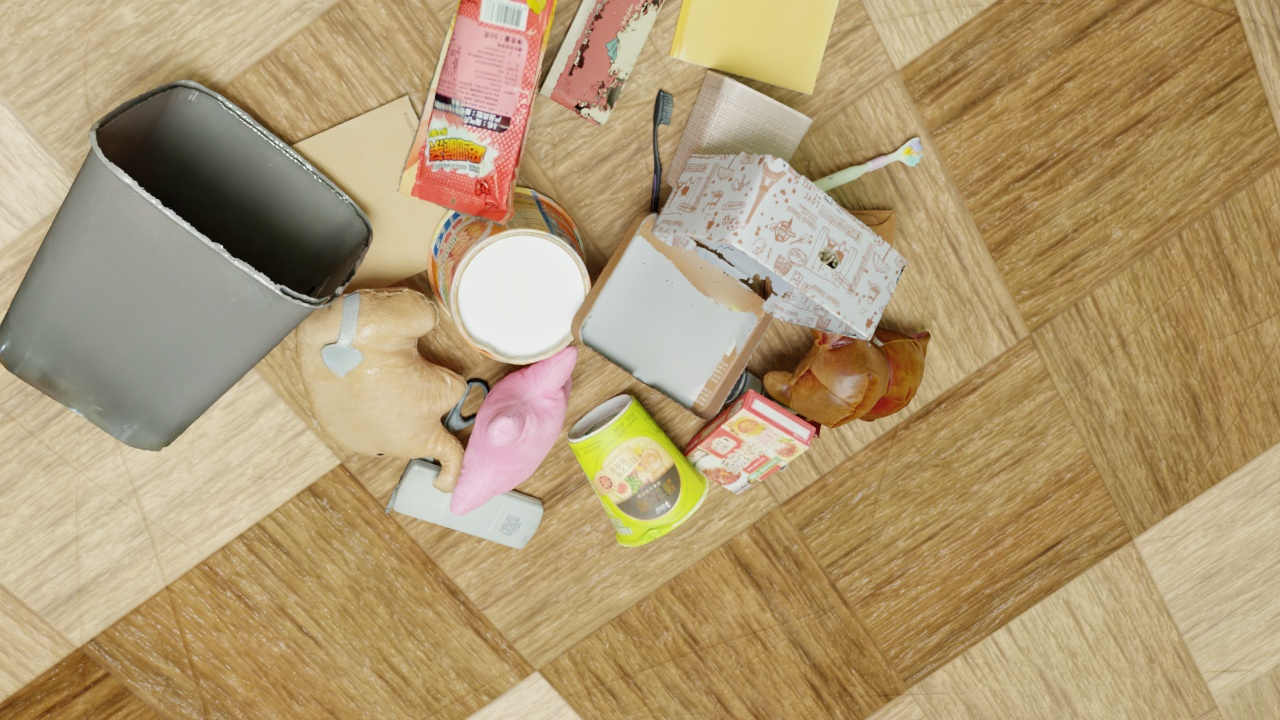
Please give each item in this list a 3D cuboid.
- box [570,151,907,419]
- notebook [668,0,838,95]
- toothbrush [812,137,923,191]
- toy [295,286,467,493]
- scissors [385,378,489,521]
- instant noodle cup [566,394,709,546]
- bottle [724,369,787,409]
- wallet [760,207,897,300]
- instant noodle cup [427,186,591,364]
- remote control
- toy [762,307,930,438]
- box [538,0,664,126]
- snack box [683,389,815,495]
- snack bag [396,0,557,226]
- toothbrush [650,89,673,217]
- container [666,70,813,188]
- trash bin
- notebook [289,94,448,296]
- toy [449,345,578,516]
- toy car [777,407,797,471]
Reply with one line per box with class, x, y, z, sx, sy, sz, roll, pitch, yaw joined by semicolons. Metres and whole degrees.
box;0.084;-0.050;0.769;0.180;0.158;0.205;33;88;-33
notebook;0.119;-0.360;0.827;0.145;0.010;0.206;10;107;-14
toothbrush;0.193;-0.174;0.879;0.189;0.020;0.029;-23;124;-18
toy;-0.233;0.034;0.847;0.143;0.082;0.226;-11;125;2
scissors;-0.215;0.079;0.921;0.163;0.014;0.165;-27;114;2
instant noodle cup;-0.010;0.104;0.922;0.112;0.111;0.123;-34;104;2
bottle;0.064;0.009;0.926;0.194;0.044;0.080;27;84;-20
wallet;0.189;-0.101;0.924;0.131;0.031;0.108;-2;111;-12
instant noodle cup;-0.113;-0.072;0.826;0.151;0.111;0.151;-5;113;-13
remote control;-0.175;0.148;0.942;0.150;0.021;0.058;23;107;-23
toy;0.211;0.009;0.913;0.199;0.130;0.140;3;131;-44
box;-0.018;-0.287;0.784;0.077;0.091;0.168;24;103;-14
snack box;0.104;0.085;0.914;0.075;0.153;0.025;31;58;-6
snack bag;-0.134;-0.226;0.775;0.073;0.129;0.208;0;109;-58
toothbrush;0.016;-0.161;0.878;0.016;0.014;0.189;-4;111;-22
container;0.084;-0.192;0.840;0.090;0.090;0.111;21;107;-18
trash bin;-0.367;-0.066;0.737;0.198;0.198;0.220;39;111;-20
notebook;-0.274;-0.128;0.835;0.211;0.012;0.149;-24;113;-2
toy;-0.113;0.061;0.869;0.074;0.178;0.195;35;136;3
toy car;0.156;0.074;0.977;0.042;0.035;0.090;21;102;-18
